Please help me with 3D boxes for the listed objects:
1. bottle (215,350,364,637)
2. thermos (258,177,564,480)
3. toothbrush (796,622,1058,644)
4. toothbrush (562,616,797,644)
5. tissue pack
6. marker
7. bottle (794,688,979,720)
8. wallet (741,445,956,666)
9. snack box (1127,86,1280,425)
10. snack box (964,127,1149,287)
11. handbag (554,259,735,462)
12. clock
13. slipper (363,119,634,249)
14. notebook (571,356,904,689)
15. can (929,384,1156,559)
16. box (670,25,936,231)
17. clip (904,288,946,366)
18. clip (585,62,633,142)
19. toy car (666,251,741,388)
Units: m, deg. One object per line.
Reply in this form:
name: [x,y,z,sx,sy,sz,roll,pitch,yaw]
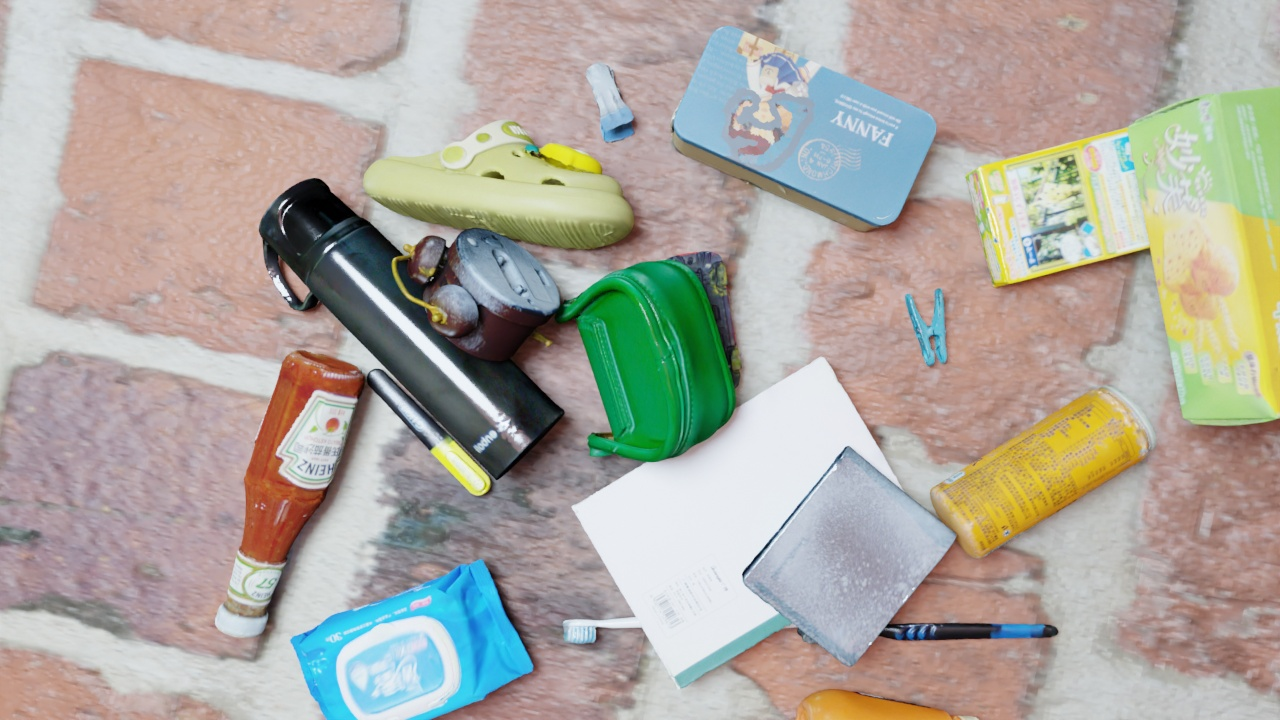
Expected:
bottle: [-0.255,0.096,0.655,0.060,0.059,0.206,19,92,1]
thermos: [-0.169,-0.017,0.656,0.242,0.068,0.090,44,120,3]
toothbrush: [0.209,0.198,0.665,0.189,0.016,0.014,0,98,0]
toothbrush: [0.054,0.184,0.662,0.221,0.027,0.026,-5,68,1]
tissue pack: [-0.164,0.212,0.655,0.157,0.052,0.095,-22,90,1]
marker: [-0.156,0.052,0.674,0.018,0.015,0.124,-44,88,-4]
bottle: [0.186,0.269,0.646,0.149,0.067,0.066,6,90,-6]
wallet: [0.142,0.135,0.632,0.097,0.019,0.121,39,90,4]
snack box: [0.427,-0.074,0.610,0.157,0.070,0.210,-10,90,-17]
snack box: [0.313,-0.111,0.654,0.140,0.034,0.087,-15,90,0]
handbag: [-0.004,0.004,0.628,0.120,0.067,0.131,-17,92,44]
clock: [-0.110,-0.046,0.613,0.055,0.121,0.082,-47,55,25]
slipper: [-0.096,-0.129,0.637,0.190,0.091,0.081,8,88,5]
notebook: [0.078,0.114,0.647,0.209,0.012,0.150,-31,86,-1]
can: [0.279,0.078,0.641,0.146,0.058,0.058,-32,89,1]
box: [0.116,-0.157,0.646,0.184,0.059,0.090,22,91,3]
clip: [0.209,-0.024,0.666,0.039,0.013,0.056,-9,88,2]
clip: [-0.023,-0.191,0.669,0.027,0.045,0.058,-18,80,4]
toy car: [0.043,-0.025,0.660,0.049,0.031,0.106,-10,97,4]
